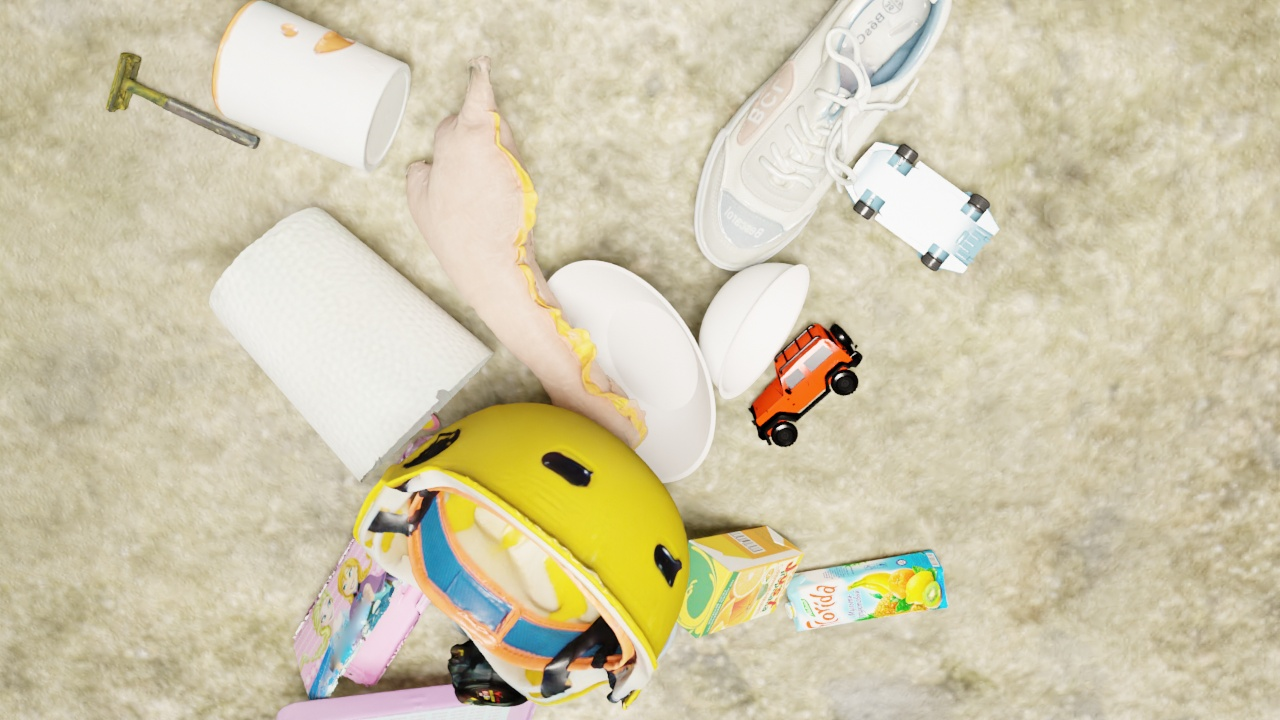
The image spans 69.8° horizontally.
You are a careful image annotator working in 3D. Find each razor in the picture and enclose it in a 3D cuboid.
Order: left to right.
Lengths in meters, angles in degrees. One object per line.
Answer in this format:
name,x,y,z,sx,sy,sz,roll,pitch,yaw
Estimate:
razor,-0.330,-0.181,0.668,0.106,0.026,0.042,24,105,-9

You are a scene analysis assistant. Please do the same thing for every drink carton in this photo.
drink carton,0.074,0.168,0.710,0.041,0.122,0.058,33,107,33
drink carton,0.182,0.189,0.749,0.129,0.038,0.044,-11,107,6

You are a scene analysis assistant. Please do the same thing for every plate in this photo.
plate,-0.004,0.004,0.674,0.174,0.036,0.174,24,129,34

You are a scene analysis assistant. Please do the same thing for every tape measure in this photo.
tape measure,-0.116,0.248,0.732,0.072,0.042,0.072,5,138,3

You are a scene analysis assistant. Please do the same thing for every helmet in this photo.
helmet,-0.053,0.106,0.592,0.209,0.139,0.241,46,143,-10

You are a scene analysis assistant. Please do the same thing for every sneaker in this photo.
sneaker,0.116,-0.161,0.613,0.089,0.090,0.243,34,107,-9

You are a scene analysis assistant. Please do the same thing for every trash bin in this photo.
trash bin,-0.210,-0.016,0.660,0.161,0.133,0.133,45,105,-4

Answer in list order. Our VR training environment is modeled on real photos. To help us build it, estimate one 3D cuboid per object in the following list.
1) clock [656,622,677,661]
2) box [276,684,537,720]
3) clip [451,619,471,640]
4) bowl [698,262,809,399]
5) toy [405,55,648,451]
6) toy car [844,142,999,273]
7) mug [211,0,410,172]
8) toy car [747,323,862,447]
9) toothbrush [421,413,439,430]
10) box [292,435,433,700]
clock,-0.034,0.204,0.753,0.122,0.075,0.162,18,120,-4
box,-0.194,0.336,0.763,0.214,0.062,0.140,2,90,-25
clip,-0.114,0.171,0.746,0.027,0.090,0.163,34,139,32
bowl,0.074,-0.030,0.662,0.040,0.109,0.110,33,109,22
toy,-0.071,-0.051,0.630,0.264,0.065,0.197,54,145,5
toy car,0.199,-0.111,0.658,0.108,0.027,0.060,37,106,2
mug,-0.222,-0.186,0.628,0.105,0.082,0.082,22,108,-5
toy car,0.120,0.017,0.691,0.049,0.051,0.100,43,105,-14
toothbrush,-0.222,0.023,0.729,0.135,0.016,0.021,27,100,-5
box,-0.206,0.178,0.740,0.084,0.090,0.231,32,107,-6
